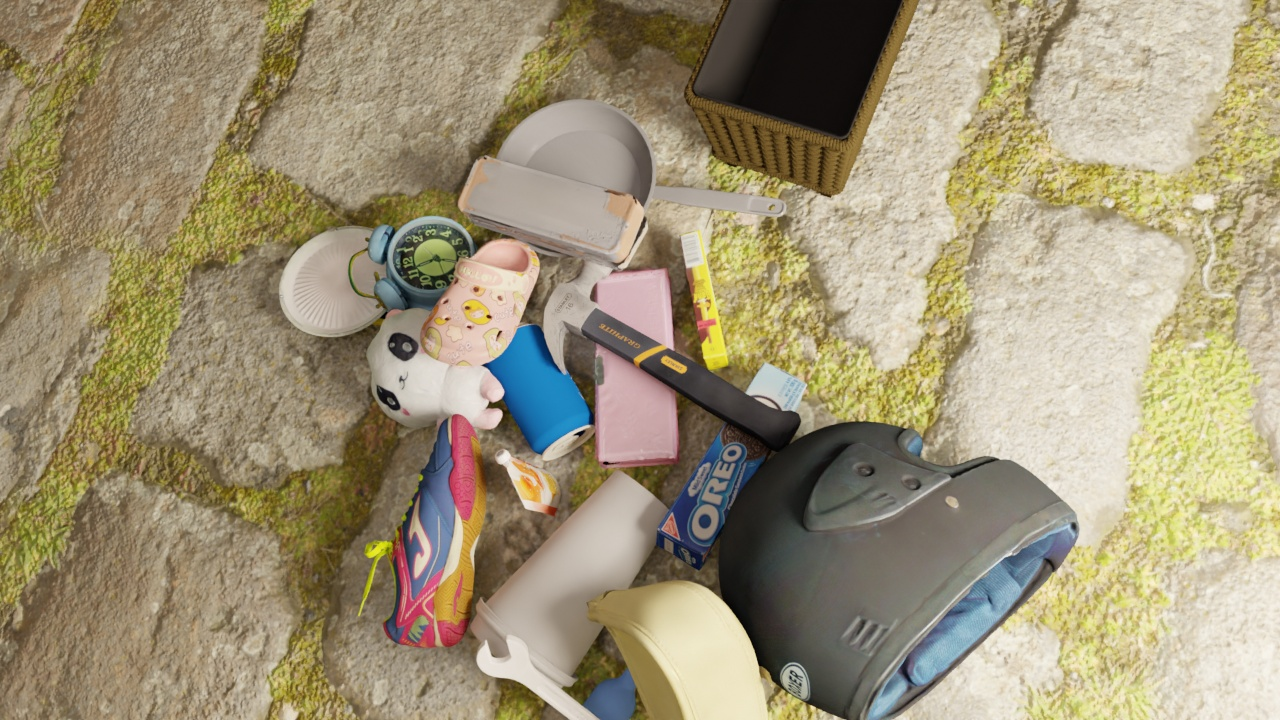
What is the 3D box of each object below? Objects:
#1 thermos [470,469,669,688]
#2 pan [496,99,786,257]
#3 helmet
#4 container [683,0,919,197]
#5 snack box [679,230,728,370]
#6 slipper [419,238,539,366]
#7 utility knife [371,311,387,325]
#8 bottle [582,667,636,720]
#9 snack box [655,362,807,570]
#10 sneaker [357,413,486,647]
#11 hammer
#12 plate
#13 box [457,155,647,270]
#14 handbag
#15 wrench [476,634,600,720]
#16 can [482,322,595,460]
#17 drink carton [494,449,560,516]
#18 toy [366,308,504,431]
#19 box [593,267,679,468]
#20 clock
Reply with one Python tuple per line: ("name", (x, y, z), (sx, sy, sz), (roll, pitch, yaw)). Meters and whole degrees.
("thermos", (-0.065, 0.227, 0.969), (0.131, 0.131, 0.221), (37, 78, 15))
("pan", (-0.004, -0.200, 1.084), (0.357, 0.051, 0.200), (12, 80, 12))
("helmet", (0.219, 0.172, 0.872), (0.315, 0.249, 0.236), (-32, 51, -19))
("container", (0.196, -0.351, 1.002), (0.176, 0.205, 0.320), (21, 82, 13))
("snack box", (0.071, -0.068, 1.036), (0.026, 0.061, 0.148), (-12, 76, 6))
("slipper", (-0.168, -0.079, 1.000), (0.093, 0.082, 0.196), (20, 49, 7))
("utility knife", (-0.245, -0.049, 1.109), (0.213, 0.020, 0.028), (6, 80, 10))
("bottle", (-0.034, 0.367, 0.964), (0.048, 0.048, 0.131), (36, 85, 15))
("snack box", (0.097, 0.107, 0.963), (0.059, 0.060, 0.225), (30, 66, 15))
("sneaker", (-0.224, 0.173, 0.958), (0.091, 0.116, 0.241), (-2, 70, 13))
("hammer", (0.031, -0.001, 0.978), (0.313, 0.035, 0.139), (30, 77, 23))
("plate", (-0.365, -0.096, 1.126), (0.157, 0.014, 0.156), (-3, 64, 6))
("box", (-0.101, -0.169, 1.035), (0.216, 0.063, 0.081), (19, 80, 22))
("handbag", (0.041, 0.306, 0.864), (0.088, 0.191, 0.233), (-31, 112, -26))
("wrench", (-0.055, 0.357, 0.911), (0.047, 0.009, 0.273), (-42, 109, 11))
("can", (-0.116, 0.033, 1.036), (0.079, 0.079, 0.146), (-33, 74, 1))
("drink carton", (-0.122, 0.134, 0.992), (0.039, 0.122, 0.069), (-28, 74, 2))
("toy", (-0.229, 0.020, 1.040), (0.180, 0.101, 0.139), (25, 108, 24))
("box", (-0.005, 0.006, 1.029), (0.098, 0.037, 0.232), (-5, 66, 5))
("clock", (-0.262, -0.110, 1.087), (0.162, 0.060, 0.118), (-14, 73, -11))
